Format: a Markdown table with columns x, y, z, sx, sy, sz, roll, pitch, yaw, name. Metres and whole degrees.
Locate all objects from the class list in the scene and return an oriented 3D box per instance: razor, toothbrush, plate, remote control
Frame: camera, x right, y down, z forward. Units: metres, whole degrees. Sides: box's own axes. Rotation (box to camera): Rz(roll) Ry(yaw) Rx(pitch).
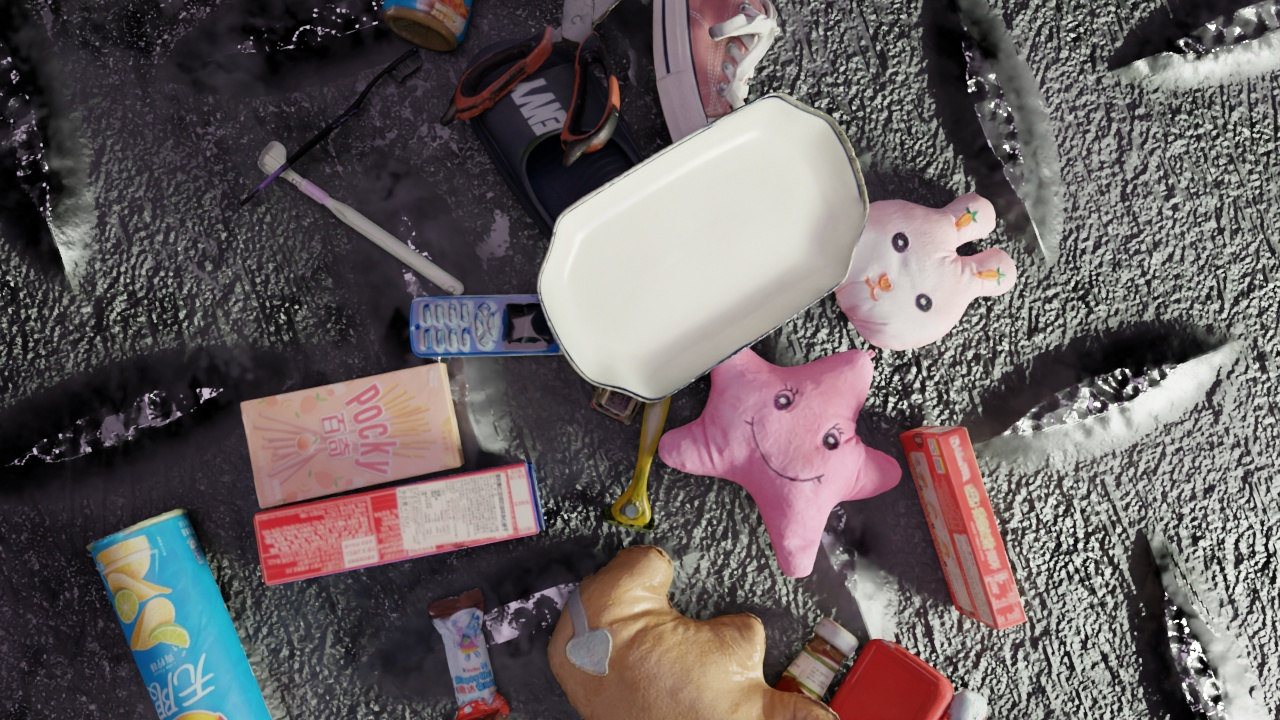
| x | y | z | sx | sy | sz | roll | pitch | yaw | name |
| --- | --- | --- | --- | --- | --- | --- | --- | --- | --- |
| 0.005 | 0.068 | 0.715 | 0.043 | 0.028 | 0.132 | 14 | 98 | 1 | razor |
| -0.219 | -0.109 | 0.728 | 0.189 | 0.020 | 0.029 | 35 | 116 | -2 | toothbrush |
| 0.047 | -0.083 | 0.672 | 0.265 | 0.034 | 0.162 | -33 | 113 | -11 | plate |
| -0.240 | -0.183 | 0.721 | 0.188 | 0.014 | 0.017 | -47 | 105 | -13 | toothbrush |
| -0.118 | -0.027 | 0.726 | 0.125 | 0.024 | 0.049 | -1 | 87 | -4 | remote control |

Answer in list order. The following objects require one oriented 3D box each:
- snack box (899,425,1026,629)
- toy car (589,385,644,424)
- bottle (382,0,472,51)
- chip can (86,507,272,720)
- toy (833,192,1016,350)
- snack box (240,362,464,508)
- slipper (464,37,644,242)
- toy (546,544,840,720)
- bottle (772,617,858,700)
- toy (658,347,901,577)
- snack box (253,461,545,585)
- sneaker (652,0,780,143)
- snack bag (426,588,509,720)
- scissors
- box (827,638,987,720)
| x | y | z | sx | sy | sz | roll | pitch | yaw | name |
| --- | --- | --- | --- | --- | --- | --- | --- | --- | --- |
| 0.249 | 0.126 | 0.714 | 0.025 | 0.075 | 0.153 | -17 | 88 | -6 | snack box |
| -0.004 | 0.004 | 0.726 | 0.042 | 0.035 | 0.090 | 27 | 83 | -4 | toy car |
| -0.141 | -0.357 | 0.723 | 0.065 | 0.065 | 0.218 | 17 | 85 | -2 | bottle |
| -0.331 | 0.218 | 0.677 | 0.071 | 0.071 | 0.210 | -23 | 88 | -5 | chip can |
| 0.227 | -0.078 | 0.738 | 0.159 | 0.054 | 0.121 | -22 | 89 | -12 | toy |
| -0.223 | 0.057 | 0.714 | 0.157 | 0.026 | 0.084 | -12 | 88 | -4 | snack box |
| -0.042 | -0.148 | 0.702 | 0.110 | 0.083 | 0.268 | -31 | 83 | -7 | slipper |
| 0.037 | 0.243 | 0.678 | 0.226 | 0.082 | 0.143 | 34 | 91 | 11 | toy |
| 0.097 | 0.291 | 0.707 | 0.060 | 0.060 | 0.206 | 37 | 81 | -1 | bottle |
| 0.113 | 0.048 | 0.711 | 0.194 | 0.075 | 0.178 | 45 | 80 | 0 | toy |
| -0.178 | 0.123 | 0.699 | 0.207 | 0.057 | 0.058 | -10 | 85 | -4 | snack box |
| 0.062 | -0.248 | 0.712 | 0.088 | 0.118 | 0.241 | -6 | 82 | 16 | sneaker |
| -0.133 | 0.232 | 0.710 | 0.045 | 0.026 | 0.105 | -14 | 86 | -1 | snack bag |
| -0.052 | -0.232 | 0.677 | 0.225 | 0.015 | 0.189 | -41 | 57 | -1 | scissors |
| 0.181 | 0.327 | 0.718 | 0.095 | 0.100 | 0.201 | 29 | 86 | 39 | box |
